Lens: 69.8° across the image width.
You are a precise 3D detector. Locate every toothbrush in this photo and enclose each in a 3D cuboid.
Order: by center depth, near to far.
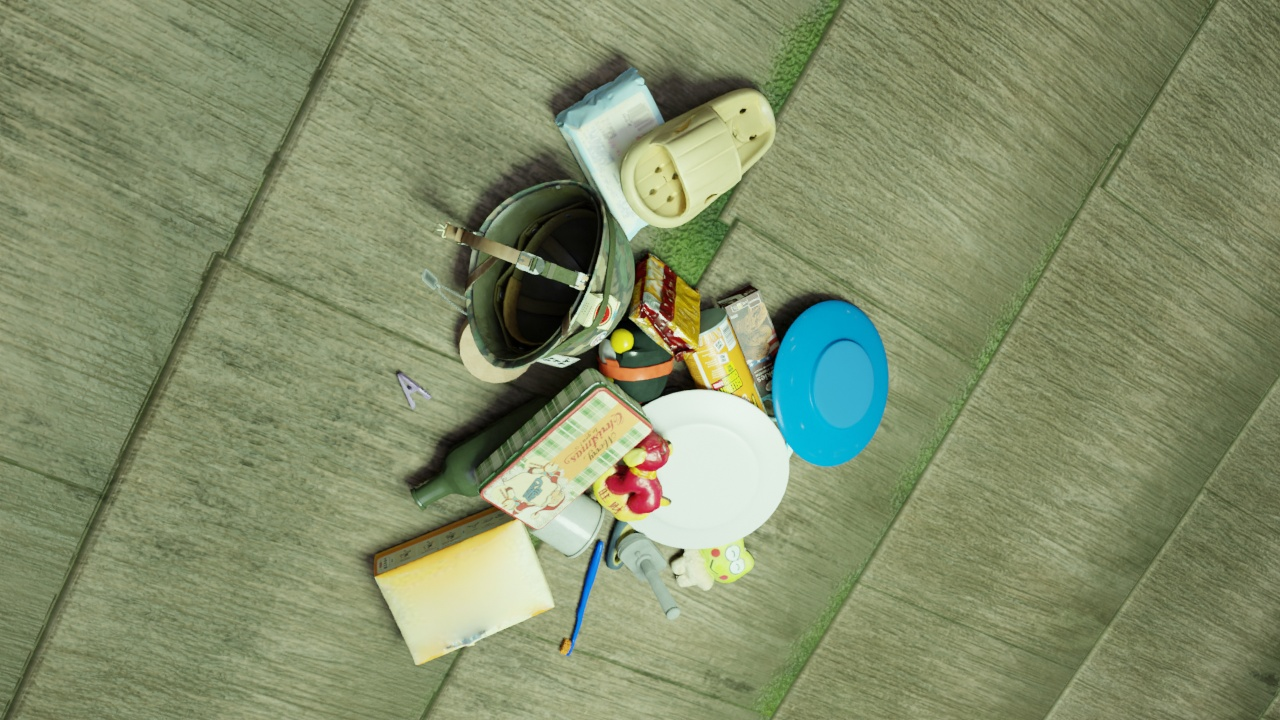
[{"bbox_3d":[-0.082,0.333,1.282,0.018,0.016,0.183,13,103,-14],"label":"toothbrush"}]

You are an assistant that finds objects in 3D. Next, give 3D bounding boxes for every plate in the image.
[{"bbox_3d":[0.076,0.151,1.209,0.242,0.016,0.243,0,114,0],"label":"plate"},{"bbox_3d":[0.266,0.032,1.230,0.223,0.024,0.224,-2,94,-35],"label":"plate"}]

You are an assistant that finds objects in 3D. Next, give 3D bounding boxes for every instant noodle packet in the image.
[{"bbox_3d":[0.031,-0.067,1.128,0.098,0.135,0.040,35,122,-21],"label":"instant noodle packet"}]

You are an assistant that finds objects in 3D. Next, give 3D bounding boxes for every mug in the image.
[{"bbox_3d":[-0.092,0.195,1.207,0.070,0.084,0.113,36,66,-20],"label":"mug"}]

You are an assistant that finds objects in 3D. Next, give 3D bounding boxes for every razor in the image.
[{"bbox_3d":[0.021,0.298,1.232,0.047,0.116,0.088,-35,133,-1],"label":"razor"}]

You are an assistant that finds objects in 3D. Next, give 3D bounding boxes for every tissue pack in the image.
[{"bbox_3d":[-0.013,-0.238,1.092,0.112,0.070,0.182,-31,115,-4],"label":"tissue pack"}]

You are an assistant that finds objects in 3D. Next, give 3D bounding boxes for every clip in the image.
[{"bbox_3d":[-0.279,0.036,1.136,0.046,0.014,0.050,-7,111,-13],"label":"clip"}]

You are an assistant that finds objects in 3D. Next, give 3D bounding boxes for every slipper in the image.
[{"bbox_3d":[0.088,-0.240,1.061,0.260,0.079,0.111,-40,119,-33],"label":"slipper"}]

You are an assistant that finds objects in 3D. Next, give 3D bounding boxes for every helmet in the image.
[{"bbox_3d":[-0.113,-0.096,1.031,0.224,0.193,0.236,-58,144,-12],"label":"helmet"}]

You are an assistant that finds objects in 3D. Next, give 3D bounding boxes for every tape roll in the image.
[{"bbox_3d":[-0.178,-0.021,1.137,0.094,0.027,0.094,-4,108,-14],"label":"tape roll"}]

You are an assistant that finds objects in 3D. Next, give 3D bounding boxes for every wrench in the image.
[{"bbox_3d":[0.005,0.162,1.249,0.073,0.022,0.273,15,102,-21],"label":"wrench"}]

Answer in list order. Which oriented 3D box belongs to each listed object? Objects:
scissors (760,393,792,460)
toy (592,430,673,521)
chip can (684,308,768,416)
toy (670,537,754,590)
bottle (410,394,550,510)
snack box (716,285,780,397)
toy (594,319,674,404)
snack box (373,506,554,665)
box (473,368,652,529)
[{"bbox_3d":[0.226,0.077,1.290,0.134,0.012,0.134,-42,110,-1],"label":"scissors"},{"bbox_3d":[-0.004,0.151,1.166,0.105,0.067,0.138,34,118,11],"label":"toy"},{"bbox_3d":[0.117,0.042,1.213,0.075,0.075,0.215,-27,112,-6],"label":"chip can"},{"bbox_3d":[0.101,0.285,1.303,0.115,0.046,0.092,-23,115,1],"label":"toy"},{"bbox_3d":[-0.191,0.122,1.155,0.206,0.071,0.071,-30,112,-4],"label":"bottle"},{"bbox_3d":[0.154,-0.025,1.225,0.051,0.032,0.141,-27,112,-6],"label":"snack box"},{"bbox_3d":[-0.007,0.007,1.156,0.099,0.097,0.119,-11,110,-29],"label":"toy"},{"bbox_3d":[-0.226,0.292,1.194,0.195,0.080,0.145,-21,111,-8],"label":"snack box"},{"bbox_3d":[-0.094,0.110,1.109,0.206,0.050,0.117,-41,133,8],"label":"box"}]
